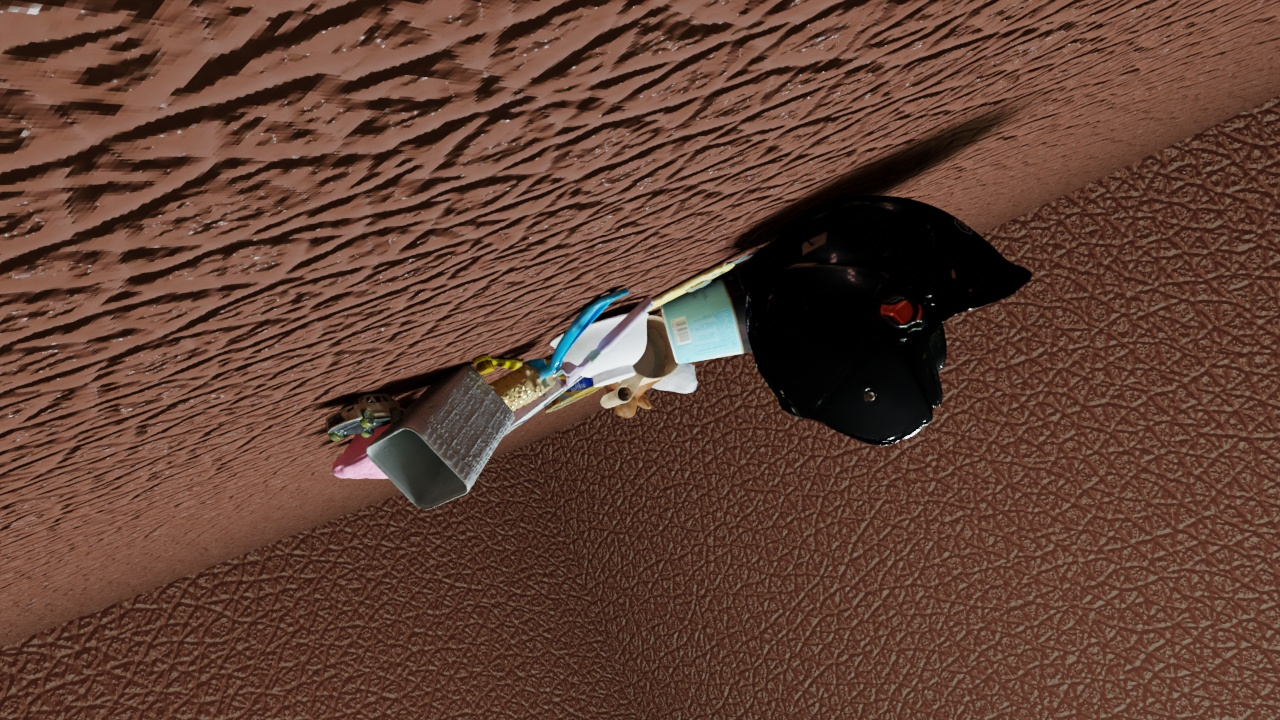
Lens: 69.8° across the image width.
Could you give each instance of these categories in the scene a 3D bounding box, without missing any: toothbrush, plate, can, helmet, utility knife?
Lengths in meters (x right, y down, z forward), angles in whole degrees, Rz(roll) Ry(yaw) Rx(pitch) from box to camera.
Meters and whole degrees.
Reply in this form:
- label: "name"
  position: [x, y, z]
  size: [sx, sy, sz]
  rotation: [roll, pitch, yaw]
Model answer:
- label: "toothbrush"
  position: [-0.032, -0.024, 0.953]
  size: [0.021, 0.029, 0.188]
  rotation: [18, -145, 21]
- label: "plate"
  position: [-0.160, 0.060, 1.264]
  size: [0.266, 0.034, 0.161]
  rotation: [-36, 180, 33]
- label: "toothbrush"
  position: [-0.151, 0.007, 1.019]
  size: [0.016, 0.016, 0.190]
  rotation: [-25, 176, 4]
- label: "can"
  position: [-0.104, 0.035, 1.421]
  size: [0.074, 0.049, 0.149]
  rotation: [-20, 175, -42]
- label: "helmet"
  position: [0.234, -0.055, 0.921]
  size: [0.275, 0.230, 0.233]
  rotation: [-36, 180, 24]
- label: "utility knife"
  position: [0.064, -0.090, 1.023]
  size: [0.208, 0.021, 0.030]
  rotation: [-31, 172, 32]

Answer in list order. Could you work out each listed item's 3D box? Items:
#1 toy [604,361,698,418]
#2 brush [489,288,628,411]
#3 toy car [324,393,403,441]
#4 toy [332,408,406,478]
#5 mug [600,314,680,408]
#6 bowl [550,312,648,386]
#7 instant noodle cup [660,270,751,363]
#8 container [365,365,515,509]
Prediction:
- label: "toy"
  position: [0.028, 0.007, 1.379]
  size: [0.140, 0.130, 0.199]
  rotation: [-54, 168, 27]
- label: "brush"
  position: [-0.089, -0.009, 0.962]
  size: [0.083, 0.046, 0.255]
  rotation: [-25, 169, -44]
- label: "toy car"
  position: [-0.260, 0.052, 0.860]
  size: [0.042, 0.035, 0.090]
  rotation: [-26, 176, 13]
- label: "toy"
  position: [-0.271, 0.092, 1.065]
  size: [0.178, 0.074, 0.195]
  rotation: [-25, 180, -16]
- label: "mug"
  position: [-0.007, 0.007, 1.212]
  size: [0.124, 0.084, 0.104]
  rotation: [-60, -172, -15]
- label: "bowl"
  position: [-0.038, -0.007, 1.055]
  size: [0.118, 0.064, 0.118]
  rotation: [-18, 175, -2]
- label: "instant noodle cup"
  position: [0.090, -0.048, 1.123]
  size: [0.120, 0.111, 0.111]
  rotation: [-16, 177, 5]
- label: "container"
  position: [-0.198, 0.074, 0.932]
  size: [0.090, 0.090, 0.114]
  rotation: [-25, -158, 39]
